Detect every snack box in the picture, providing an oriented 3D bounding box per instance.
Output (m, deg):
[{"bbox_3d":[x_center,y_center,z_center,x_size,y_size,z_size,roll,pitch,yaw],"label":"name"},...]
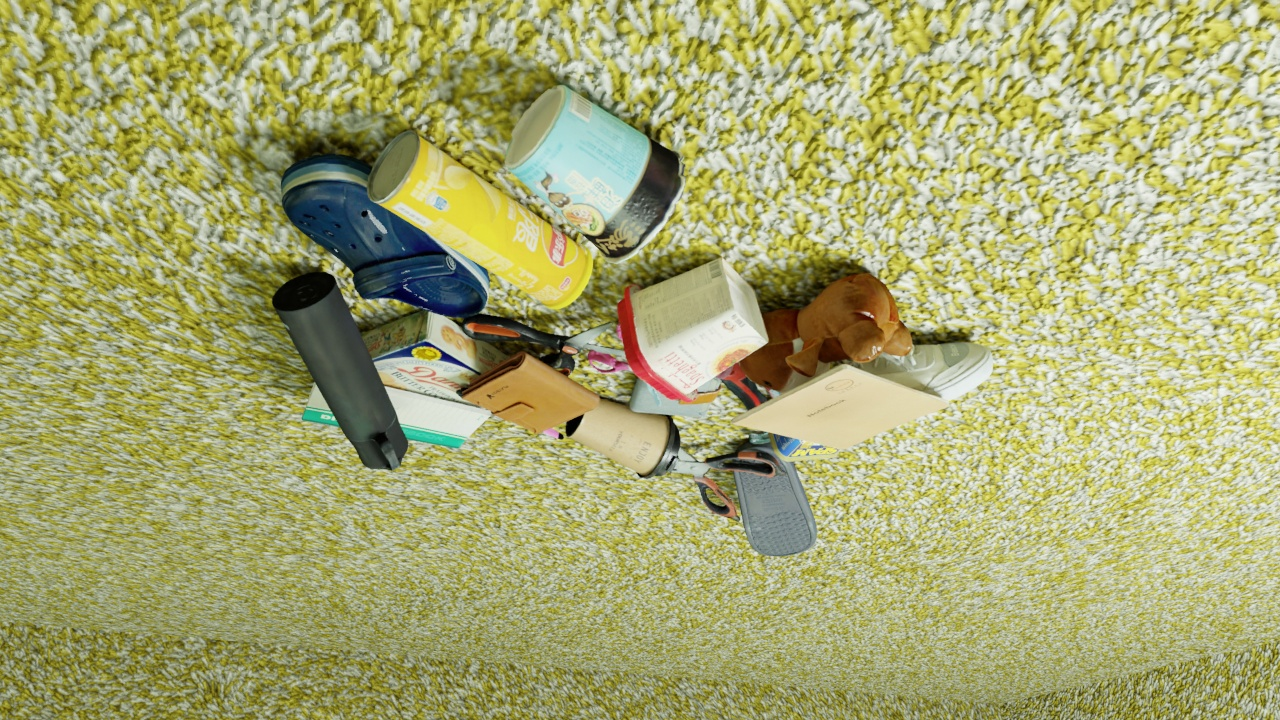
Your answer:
[{"bbox_3d":[-0.259,0.016,1.119,0.183,0.045,0.178,-16,147,30],"label":"snack box"}]

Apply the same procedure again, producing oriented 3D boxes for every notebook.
[{"bbox_3d":[0.218,0.056,0.989,0.207,0.008,0.148,16,145,-42],"label":"notebook"},{"bbox_3d":[-0.311,0.068,1.160,0.209,0.012,0.151,14,152,-22],"label":"notebook"}]

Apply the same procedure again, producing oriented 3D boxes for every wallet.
[{"bbox_3d":[0.046,0.035,1.145,0.106,0.036,0.130,7,150,-6],"label":"wallet"},{"bbox_3d":[-0.130,0.042,1.090,0.108,0.031,0.131,-26,141,28],"label":"wallet"}]

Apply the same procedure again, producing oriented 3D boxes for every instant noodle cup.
[{"bbox_3d":[-0.043,-0.156,0.746,0.120,0.111,0.111,31,140,-30],"label":"instant noodle cup"},{"bbox_3d":[0.056,-0.035,0.953,0.124,0.116,0.116,-27,141,23],"label":"instant noodle cup"}]

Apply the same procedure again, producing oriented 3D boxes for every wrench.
[{"bbox_3d":[0.144,0.056,1.179,0.056,0.016,0.273,-17,152,11],"label":"wrench"}]

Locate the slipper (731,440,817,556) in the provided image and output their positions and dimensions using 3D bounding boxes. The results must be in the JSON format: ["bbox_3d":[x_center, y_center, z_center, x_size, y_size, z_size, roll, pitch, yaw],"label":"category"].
[{"bbox_3d":[0.207,0.200,1.404,0.111,0.083,0.268,-5,131,17],"label":"slipper"}]

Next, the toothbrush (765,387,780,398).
[{"bbox_3d":[0.140,0.008,1.115,0.017,0.016,0.187,-20,145,20],"label":"toothbrush"}]

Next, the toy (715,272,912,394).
[{"bbox_3d":[0.183,-0.013,0.980,0.200,0.130,0.140,-12,174,37],"label":"toy"}]

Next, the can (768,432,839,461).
[{"bbox_3d":[0.231,0.086,1.193,0.102,0.057,0.083,-2,149,-22],"label":"can"}]

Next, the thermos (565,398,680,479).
[{"bbox_3d":[-0.023,0.097,1.216,0.143,0.092,0.093,23,145,-21],"label":"thermos"}]

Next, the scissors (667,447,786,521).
[{"bbox_3d":[0.098,0.159,1.329,0.189,0.015,0.223,-31,118,33],"label":"scissors"}]

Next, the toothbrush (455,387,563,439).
[{"bbox_3d":[-0.160,0.069,1.154,0.018,0.014,0.189,-7,154,37],"label":"toothbrush"}]

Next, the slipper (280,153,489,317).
[{"bbox_3d":[-0.241,-0.095,0.871,0.105,0.095,0.252,-16,150,24],"label":"slipper"}]

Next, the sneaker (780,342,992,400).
[{"bbox_3d":[0.275,0.011,1.056,0.242,0.089,0.091,-19,115,12],"label":"sneaker"}]

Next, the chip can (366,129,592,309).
[{"bbox_3d":[-0.140,-0.122,0.836,0.072,0.072,0.213,-22,144,36],"label":"chip can"}]

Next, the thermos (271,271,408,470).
[{"bbox_3d":[-0.318,0.023,1.014,0.068,0.090,0.243,-34,133,-23],"label":"thermos"}]

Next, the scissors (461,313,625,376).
[{"bbox_3d":[-0.098,-0.014,1.039,0.232,0.021,0.221,16,159,-6],"label":"scissors"}]

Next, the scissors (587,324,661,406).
[{"bbox_3d":[-0.008,0.006,1.084,0.135,0.017,0.133,-3,131,31],"label":"scissors"}]
